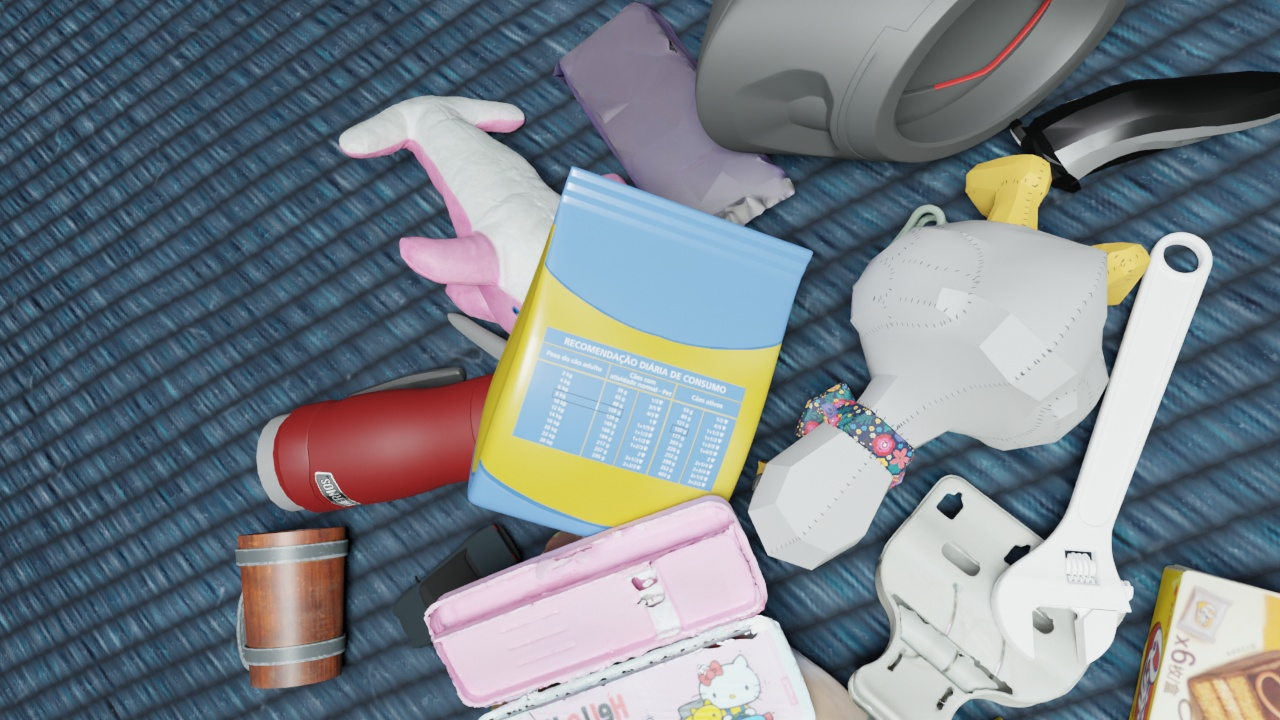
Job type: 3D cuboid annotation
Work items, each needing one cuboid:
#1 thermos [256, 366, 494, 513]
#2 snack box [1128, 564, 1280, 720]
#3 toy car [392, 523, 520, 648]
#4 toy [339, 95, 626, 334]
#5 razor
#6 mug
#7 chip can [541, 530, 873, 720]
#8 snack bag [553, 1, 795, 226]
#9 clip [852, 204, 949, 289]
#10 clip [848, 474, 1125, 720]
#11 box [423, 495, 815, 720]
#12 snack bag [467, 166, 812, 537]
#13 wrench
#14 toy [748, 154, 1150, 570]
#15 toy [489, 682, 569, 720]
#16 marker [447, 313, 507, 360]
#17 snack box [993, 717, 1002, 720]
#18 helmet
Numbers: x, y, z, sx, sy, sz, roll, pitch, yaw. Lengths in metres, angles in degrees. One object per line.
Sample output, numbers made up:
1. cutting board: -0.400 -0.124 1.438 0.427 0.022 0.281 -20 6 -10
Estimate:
1. thermos: -0.181 0.053 0.697 0.199 0.084 0.107 -11 46 17
2. snack box: 0.315 0.235 0.480 0.110 0.061 0.230 14 86 22
3. toy car: -0.138 0.168 0.681 0.112 0.034 0.046 -41 69 10
4. toy: -0.105 -0.086 0.682 0.265 0.186 0.128 52 141 19
5. razor: 0.309 -0.144 0.551 0.156 0.060 0.057 -19 48 14
6. mug: -0.279 0.189 0.715 0.118 0.081 0.111 -10 80 37
7. chip can: 0.036 0.185 0.590 0.229 0.079 0.080 32 93 22
8. snack bag: 0.019 -0.167 0.664 0.096 0.058 0.205 -37 70 11
9. clip: 0.172 -0.069 0.605 0.023 0.035 0.074 46 105 20
10. clip: 0.188 0.162 0.545 0.126 0.091 0.151 38 88 24
11. box: -0.014 0.177 0.542 0.201 0.044 0.154 -22 94 10
12. snack bag: -0.003 0.003 0.564 0.159 0.102 0.205 17 109 -12
13. wrench: 0.272 0.044 0.524 0.066 0.018 0.273 23 77 15
14. toy: 0.167 0.008 0.516 0.141 0.247 0.267 42 79 1
15. toy: -0.074 0.226 0.615 0.134 0.106 0.108 -22 59 10
16. marker: -0.110 -0.013 0.685 0.016 0.022 0.139 -44 44 -17
17. snack box: 0.199 0.253 0.498 0.061 0.105 0.083 -38 71 9
18. helmet: 0.147 -0.220 0.566 0.264 0.164 0.170 -33 58 -2
